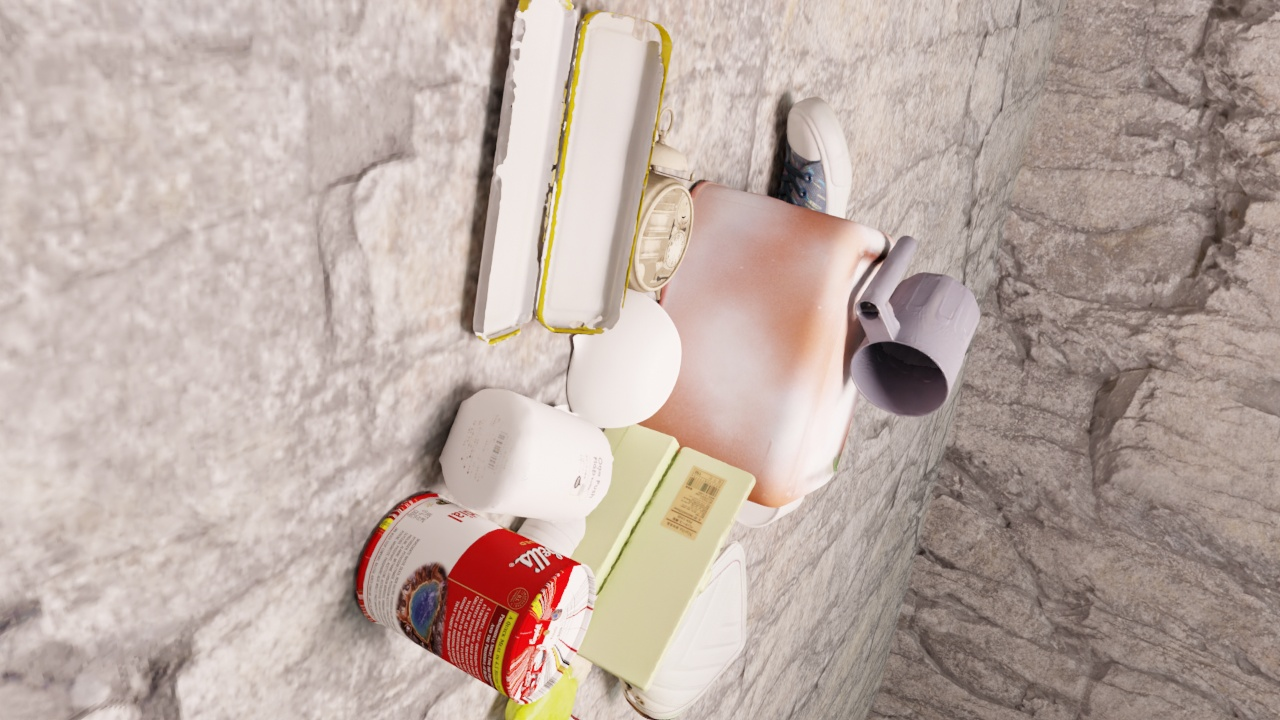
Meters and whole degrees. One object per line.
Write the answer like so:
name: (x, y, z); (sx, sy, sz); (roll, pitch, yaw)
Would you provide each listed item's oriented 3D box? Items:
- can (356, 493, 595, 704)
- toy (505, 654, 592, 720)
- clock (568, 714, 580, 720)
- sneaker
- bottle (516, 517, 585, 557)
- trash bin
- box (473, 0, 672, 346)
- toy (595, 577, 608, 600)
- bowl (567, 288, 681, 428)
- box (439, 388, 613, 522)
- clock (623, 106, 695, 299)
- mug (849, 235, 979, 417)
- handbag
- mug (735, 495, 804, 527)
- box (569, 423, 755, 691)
can: (-0.099, 0.141, 0.555); (0.086, 0.116, 0.087); (-42, 142, -45)
toy: (-0.072, 0.273, 0.784); (0.117, 0.043, 0.092); (-55, 152, -33)
clock: (-0.074, 0.376, 0.843); (0.096, 0.048, 0.137); (-64, 155, -14)
sneaker: (0.161, -0.153, 0.936); (0.079, 0.087, 0.236); (-22, 133, -12)
bottle: (-0.079, 0.148, 0.681); (0.136, 0.044, 0.044); (-56, 150, -28)
trash bin: (0.115, -0.011, 0.827); (0.181, 0.157, 0.260); (-4, 112, -62)
box: (-0.047, -0.113, 0.573); (0.128, 0.045, 0.210); (-8, 116, -47)
toy: (-0.042, 0.175, 0.771); (0.108, 0.053, 0.105); (33, 66, -63)
bowl: (-0.004, 0.004, 0.723); (0.114, 0.051, 0.115); (-42, 142, -45)
box: (-0.063, 0.066, 0.624); (0.165, 0.095, 0.084); (26, 80, -55)
clock: (0.007, -0.111, 0.664); (0.092, 0.055, 0.141); (-14, 122, -60)
mug: (0.230, -0.031, 0.783); (0.103, 0.084, 0.124); (-51, 121, -37)
handbag: (0.028, 0.257, 0.917); (0.141, 0.096, 0.199); (-36, 140, -29)
mug: (0.147, 0.138, 1.103); (0.090, 0.074, 0.110); (-5, 86, -62)
box: (-0.008, 0.142, 0.713); (0.186, 0.138, 0.030); (-57, 151, -22)
